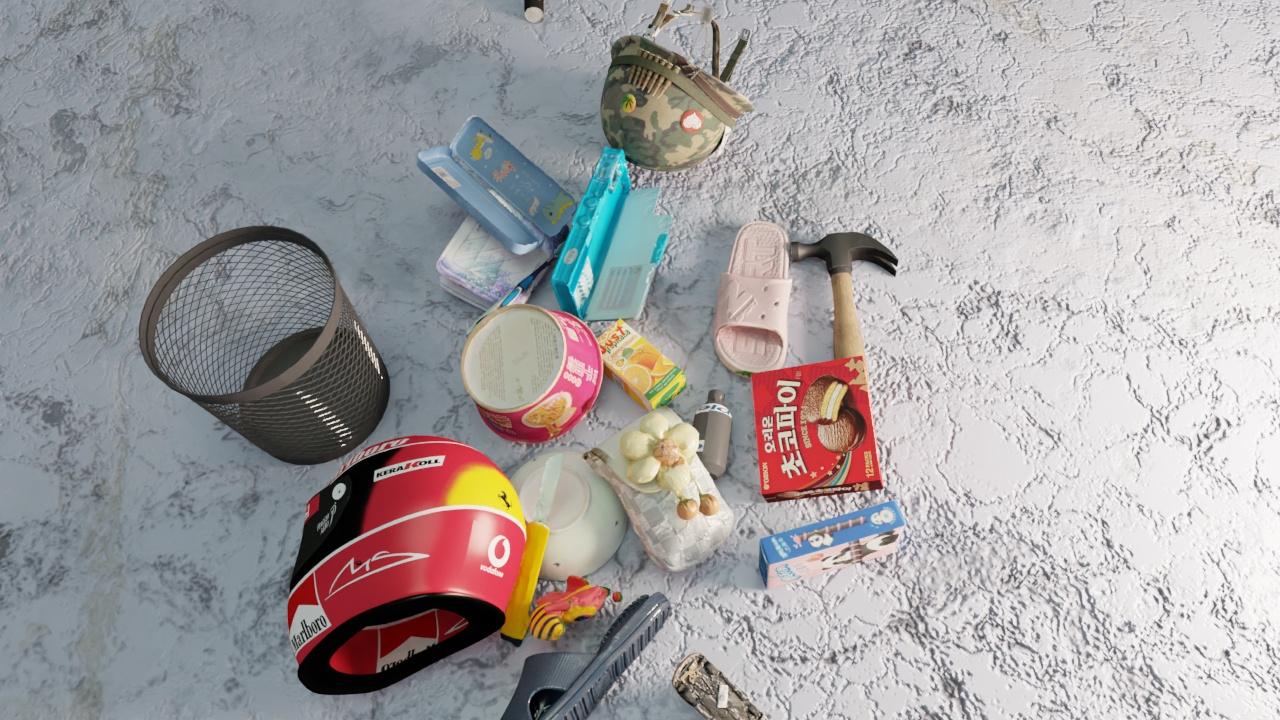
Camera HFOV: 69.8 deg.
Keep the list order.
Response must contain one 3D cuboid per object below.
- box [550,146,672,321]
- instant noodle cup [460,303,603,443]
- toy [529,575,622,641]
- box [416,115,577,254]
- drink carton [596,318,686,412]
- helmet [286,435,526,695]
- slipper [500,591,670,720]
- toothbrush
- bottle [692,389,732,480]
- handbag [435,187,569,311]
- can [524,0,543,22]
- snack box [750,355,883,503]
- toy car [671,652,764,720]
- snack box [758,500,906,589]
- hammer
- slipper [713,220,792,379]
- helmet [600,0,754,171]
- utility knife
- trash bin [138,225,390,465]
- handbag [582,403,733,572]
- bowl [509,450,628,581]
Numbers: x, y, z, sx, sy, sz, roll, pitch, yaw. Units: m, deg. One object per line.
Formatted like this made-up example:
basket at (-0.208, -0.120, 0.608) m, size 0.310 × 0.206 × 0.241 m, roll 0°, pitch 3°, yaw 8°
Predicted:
box at (-0.023, -0.161, 1.213) m, size 0.117 × 0.097 × 0.226 m, roll 12°, pitch 64°, yaw 14°
instant noodle cup at (-0.142, 0.007, 1.120) m, size 0.179 × 0.077 × 0.178 m, roll -6°, pitch 69°, yaw 17°
toy at (-0.076, 0.265, 0.991) m, size 0.084 × 0.046 × 0.103 m, roll 4°, pitch 21°, yaw 46°
box at (-0.190, -0.228, 1.213) m, size 0.209 × 0.047 × 0.122 m, roll 42°, pitch 67°, yaw 15°
drink carton at (-0.007, 0.007, 1.151) m, size 0.058 × 0.041 × 0.122 m, roll -42°, pitch 65°, yaw -16°
helmet at (-0.253, 0.197, 0.982) m, size 0.271 × 0.197 × 0.224 m, roll -31°, pitch 52°, yaw 17°
slipper at (-0.079, 0.327, 0.954) m, size 0.082 × 0.101 × 0.263 m, roll 38°, pitch 68°, yaw 22°
toothbrush at (-0.156, -0.093, 1.185) m, size 0.016 × 0.017 × 0.188 m, roll 47°, pitch 75°, yaw -8°
bottle at (0.085, 0.087, 1.094) m, size 0.047 × 0.047 × 0.112 m, roll 7°, pitch 63°, yaw 9°
handbag at (-0.185, -0.142, 1.239) m, size 0.126 × 0.069 × 0.158 m, roll 28°, pitch 68°, yaw 5°
can at (-0.174, -0.591, 1.495) m, size 0.031 × 0.031 × 0.080 m, roll -5°, pitch 61°, yaw 3°
snack box at (0.204, 0.080, 1.070) m, size 0.133 × 0.036 × 0.151 m, roll -10°, pitch 63°, yaw 16°
toy car at (0.076, 0.350, 0.954) m, size 0.112 × 0.047 × 0.047 m, roll 46°, pitch 73°, yaw -5°
snack box at (0.205, 0.202, 0.997) m, size 0.154 × 0.088 × 0.033 m, roll -15°, pitch 58°, yaw -3°
hammer at (0.264, -0.026, 1.145) m, size 0.132 × 0.040 × 0.304 m, roll -4°, pitch 62°, yaw 8°
slipper at (0.146, -0.090, 1.174) m, size 0.094 × 0.064 × 0.238 m, roll 5°, pitch 61°, yaw 9°
helmet at (0.056, -0.376, 1.257) m, size 0.225 × 0.192 × 0.236 m, roll 11°, pitch 87°, yaw 35°
utility knife at (-0.116, 0.207, 1.000) m, size 0.030 × 0.019 × 0.228 m, roll 15°, pitch 103°, yaw 2°
trash bin at (-0.427, -0.004, 1.095) m, size 0.218 × 0.228 × 0.217 m, roll -3°, pitch 61°, yaw 5°
handbag at (0.033, 0.143, 1.010) m, size 0.112 × 0.124 × 0.171 m, roll -31°, pitch 89°, yaw -23°
bowl at (-0.094, 0.169, 1.055) m, size 0.153 × 0.073 × 0.153 m, roll -3°, pitch 60°, yaw 5°
